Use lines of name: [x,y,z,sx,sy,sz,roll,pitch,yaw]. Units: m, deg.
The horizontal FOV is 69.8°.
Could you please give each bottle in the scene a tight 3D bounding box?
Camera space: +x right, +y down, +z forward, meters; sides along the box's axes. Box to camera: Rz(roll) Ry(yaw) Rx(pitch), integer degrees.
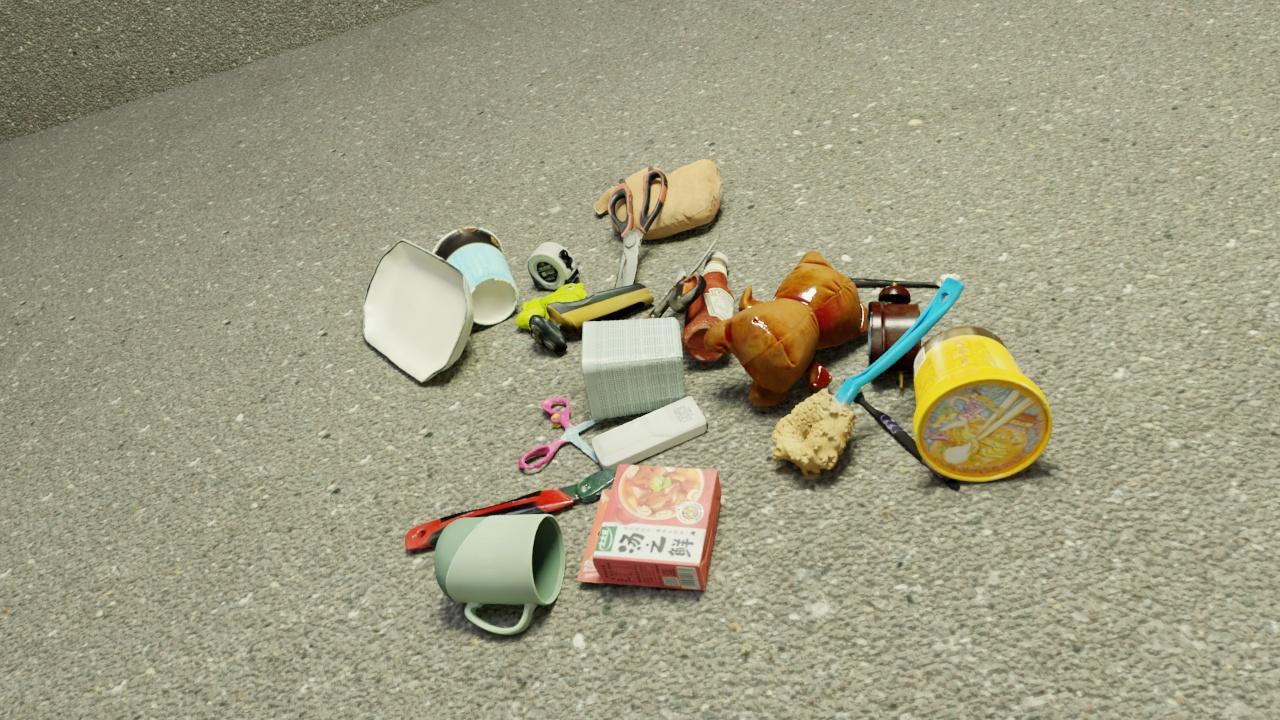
bottle: [0.088,-0.075,1.144,0.060,0.060,0.205,-8,32,14]

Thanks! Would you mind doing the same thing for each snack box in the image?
snack box: [0.007,0.158,0.884,0.127,0.044,0.113,0,45,16]

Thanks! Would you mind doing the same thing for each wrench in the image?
wrench: [-0.120,0.159,0.974,0.273,0.016,0.056,-13,37,6]

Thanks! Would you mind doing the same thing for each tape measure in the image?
tape measure: [-0.125,-0.133,1.299,0.066,0.066,0.033,3,41,26]

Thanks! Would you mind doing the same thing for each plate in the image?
plate: [-0.305,-0.070,1.268,0.266,0.034,0.162,27,98,45]

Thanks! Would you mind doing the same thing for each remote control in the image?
remote control: [0.009,0.080,1.009,0.125,0.024,0.049,-22,43,-8]

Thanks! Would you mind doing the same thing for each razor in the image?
razor: [-0.063,-0.059,1.200,0.167,0.062,0.067,-20,67,-10]

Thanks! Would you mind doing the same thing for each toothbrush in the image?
toothbrush: [0.297,-0.097,1.118,0.181,0.018,0.015,3,45,28]
toothbrush: [0.259,0.070,0.926,0.014,0.017,0.189,-26,39,-10]

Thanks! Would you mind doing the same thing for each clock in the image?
clock: [0.273,-0.031,0.991,0.055,0.082,0.121,-1,41,15]

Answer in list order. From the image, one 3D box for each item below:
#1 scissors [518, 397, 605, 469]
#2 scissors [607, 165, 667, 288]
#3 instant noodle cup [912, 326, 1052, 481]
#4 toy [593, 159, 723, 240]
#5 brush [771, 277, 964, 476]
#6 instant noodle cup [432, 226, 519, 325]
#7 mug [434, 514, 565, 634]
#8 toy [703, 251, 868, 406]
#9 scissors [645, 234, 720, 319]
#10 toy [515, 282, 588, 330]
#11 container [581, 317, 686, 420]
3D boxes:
scissors: [-0.086,0.084,1.055,0.134,0.017,0.133,-29,42,-21]
scissors: [-0.020,-0.176,1.287,0.205,0.015,0.199,-47,50,0]
instant noodle cup: [0.313,0.034,0.870,0.118,0.118,0.114,-9,31,12]
toy: [0.014,-0.235,1.364,0.226,0.082,0.143,-2,43,28]
brush: [0.228,0.015,0.913,0.254,0.046,0.083,-46,29,2]
instant noodle cup: [-0.228,-0.114,1.294,0.111,0.111,0.120,-26,44,-10]
mug: [-0.136,0.205,0.879,0.106,0.082,0.111,-5,71,17]
toy: [0.174,-0.037,1.027,0.199,0.140,0.131,-39,0,-27]
scissors: [0.040,-0.084,1.153,0.227,0.021,0.221,-47,10,-3]
toy: [-0.118,-0.072,1.249,0.100,0.031,0.096,-7,38,22]
container: [-0.006,0.006,1.051,0.111,0.090,0.090,-6,38,3]
